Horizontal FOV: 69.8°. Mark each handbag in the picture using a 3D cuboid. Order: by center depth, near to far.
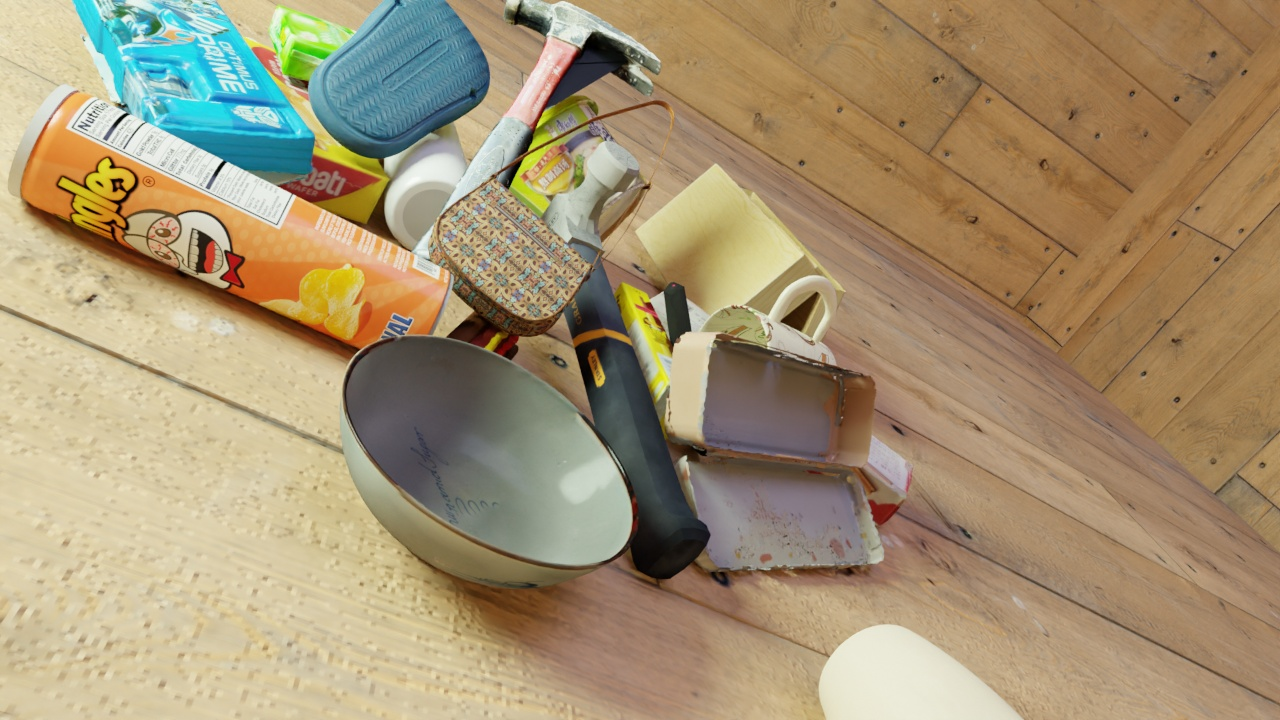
[{"bbox_3d":[-0.045,-0.104,0.589,0.093,0.195,0.043,42,-23,-3],"label":"handbag"}]

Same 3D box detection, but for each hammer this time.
[{"bbox_3d":[-0.017,-0.004,0.593,0.035,0.140,0.312,20,35,-36],"label":"hammer"},{"bbox_3d":[-0.083,-0.168,0.683,0.140,0.036,0.325,22,50,-4],"label":"hammer"}]

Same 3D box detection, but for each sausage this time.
[{"bbox_3d":[-0.103,0.002,0.543,0.040,0.040,0.155,33,20,-4],"label":"sausage"}]

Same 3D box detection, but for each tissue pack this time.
[{"bbox_3d":[-0.250,-0.250,0.758,0.099,0.034,0.114,11,27,-35],"label":"tissue pack"}]

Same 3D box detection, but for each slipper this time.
[{"bbox_3d":[-0.181,-0.216,0.705,0.104,0.059,0.213,45,39,-20],"label":"slipper"}]

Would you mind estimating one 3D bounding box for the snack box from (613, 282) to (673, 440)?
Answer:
[{"bbox_3d":[-0.004,0.004,0.662,0.025,0.061,0.148,23,23,-26],"label":"snack box"}]

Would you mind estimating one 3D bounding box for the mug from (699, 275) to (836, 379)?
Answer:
[{"bbox_3d":[0.110,-0.013,0.714,0.097,0.122,0.081,12,22,-40],"label":"mug"}]

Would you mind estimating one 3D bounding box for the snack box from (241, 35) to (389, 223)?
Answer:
[{"bbox_3d":[-0.265,-0.181,0.697,0.092,0.042,0.200,15,28,-41],"label":"snack box"}]

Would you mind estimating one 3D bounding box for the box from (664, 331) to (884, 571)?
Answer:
[{"bbox_3d":[0.101,0.067,0.629,0.216,0.063,0.157,12,63,-47],"label":"box"}]

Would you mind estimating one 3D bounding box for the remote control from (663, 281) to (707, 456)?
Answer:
[{"bbox_3d":[0.033,0.007,0.658,0.010,0.125,0.039,-11,12,-8],"label":"remote control"}]

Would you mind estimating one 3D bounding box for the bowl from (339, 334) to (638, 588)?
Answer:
[{"bbox_3d":[-0.077,0.057,0.428,0.150,0.057,0.150,30,24,-15],"label":"bowl"}]

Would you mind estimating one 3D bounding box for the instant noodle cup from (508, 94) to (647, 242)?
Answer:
[{"bbox_3d":[-0.067,-0.147,0.800,0.098,0.146,0.146,47,21,3],"label":"instant noodle cup"}]

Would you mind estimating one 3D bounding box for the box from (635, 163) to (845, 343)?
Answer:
[{"bbox_3d":[0.107,-0.096,0.970,0.148,0.141,0.248,31,19,-32],"label":"box"}]

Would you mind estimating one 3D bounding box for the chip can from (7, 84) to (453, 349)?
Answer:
[{"bbox_3d":[-0.210,-0.066,0.493,0.210,0.062,0.062,26,22,-22],"label":"chip can"}]

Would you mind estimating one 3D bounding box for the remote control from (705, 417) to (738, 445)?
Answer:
[{"bbox_3d":[0.043,0.029,0.737,0.133,0.022,0.050,42,21,18],"label":"remote control"}]

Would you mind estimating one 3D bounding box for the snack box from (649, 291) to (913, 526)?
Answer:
[{"bbox_3d":[0.113,0.036,0.804,0.273,0.044,0.076,37,26,7],"label":"snack box"}]

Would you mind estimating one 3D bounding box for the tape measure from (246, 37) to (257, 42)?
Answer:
[{"bbox_3d":[-0.335,-0.260,0.803,0.064,0.017,0.064,33,20,-4],"label":"tape measure"}]

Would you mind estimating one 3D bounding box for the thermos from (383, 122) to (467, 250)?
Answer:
[{"bbox_3d":[-0.192,-0.164,0.750,0.101,0.069,0.229,11,27,-22],"label":"thermos"}]

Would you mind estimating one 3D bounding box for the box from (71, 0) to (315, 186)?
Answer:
[{"bbox_3d":[-0.298,-0.181,0.598,0.090,0.066,0.243,-6,42,-40],"label":"box"}]

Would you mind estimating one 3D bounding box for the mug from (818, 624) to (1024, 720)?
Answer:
[{"bbox_3d":[0.145,0.195,0.453,0.111,0.085,0.104,56,-3,-27],"label":"mug"}]
